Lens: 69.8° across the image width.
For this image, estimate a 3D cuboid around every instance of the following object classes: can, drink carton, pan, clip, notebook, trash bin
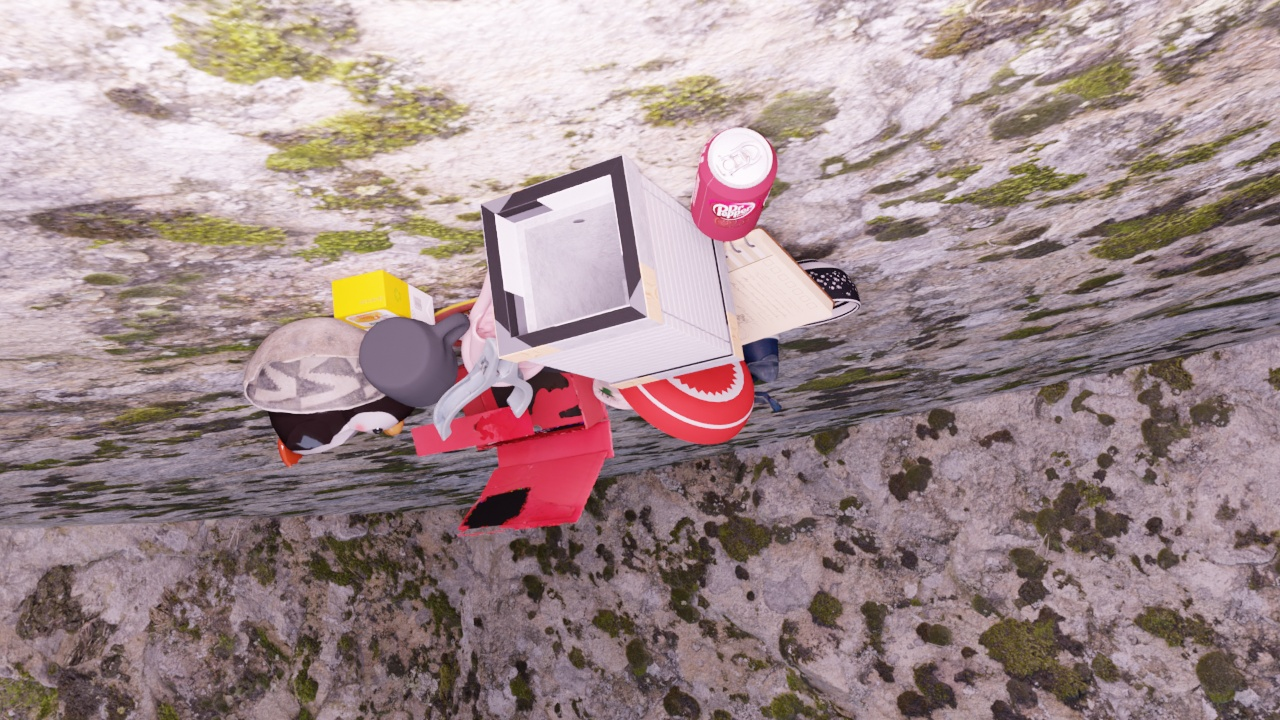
[{"bbox_3d":[0.078,-0.148,0.780,0.063,0.063,0.114,-8,168,-3],"label":"can"},{"bbox_3d":[-0.275,-0.058,0.997,0.058,0.040,0.122,-11,167,11],"label":"drink carton"},{"bbox_3d":[-0.007,0.007,1.190,0.355,0.208,0.067,11,133,-26],"label":"pan"},{"bbox_3d":[-0.190,0.039,1.003,0.158,0.030,0.174,-26,154,-19],"label":"clip"},{"bbox_3d":[0.088,-0.070,1.074,0.226,0.024,0.167,-19,137,38],"label":"notebook"},{"bbox_3d":[-0.017,-0.070,0.882,0.143,0.142,0.246,-14,167,22],"label":"trash bin"}]

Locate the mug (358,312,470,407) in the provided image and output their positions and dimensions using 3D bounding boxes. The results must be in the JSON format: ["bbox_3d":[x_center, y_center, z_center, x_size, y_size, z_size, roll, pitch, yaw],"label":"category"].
[{"bbox_3d":[-0.234,-0.010,0.981,0.121,0.085,0.094,-37,168,-4],"label":"mug"}]

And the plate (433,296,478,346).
[{"bbox_3d":[-0.153,-0.056,1.131,0.230,0.021,0.230,-8,168,-2],"label":"plate"}]

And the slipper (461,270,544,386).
[{"bbox_3d":[-0.137,-0.039,1.015,0.106,0.055,0.222,5,142,-16],"label":"slipper"}]

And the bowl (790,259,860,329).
[{"bbox_3d":[0.207,-0.087,1.137,0.120,0.066,0.120,-8,168,-2],"label":"bowl"}]

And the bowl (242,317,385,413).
[{"bbox_3d":[-0.372,-0.004,1.074,0.178,0.081,0.179,-10,159,-4],"label":"bowl"}]

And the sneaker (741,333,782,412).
[{"bbox_3d":[0.140,0.036,1.525,0.120,0.127,0.295,-1,168,-28],"label":"sneaker"}]

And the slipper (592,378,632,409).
[{"bbox_3d":[0.006,0.030,1.299,0.094,0.064,0.238,23,-155,18],"label":"slipper"}]

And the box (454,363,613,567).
[{"bbox_3d":[-0.148,0.131,1.287,0.211,0.318,0.121,-12,166,31],"label":"box"}]

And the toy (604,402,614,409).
[{"bbox_3d":[-0.022,0.034,1.505,0.173,0.092,0.163,0,169,21],"label":"toy"}]

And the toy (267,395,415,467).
[{"bbox_3d":[-0.385,0.044,1.204,0.184,0.140,0.158,-10,-154,9],"label":"toy"}]
